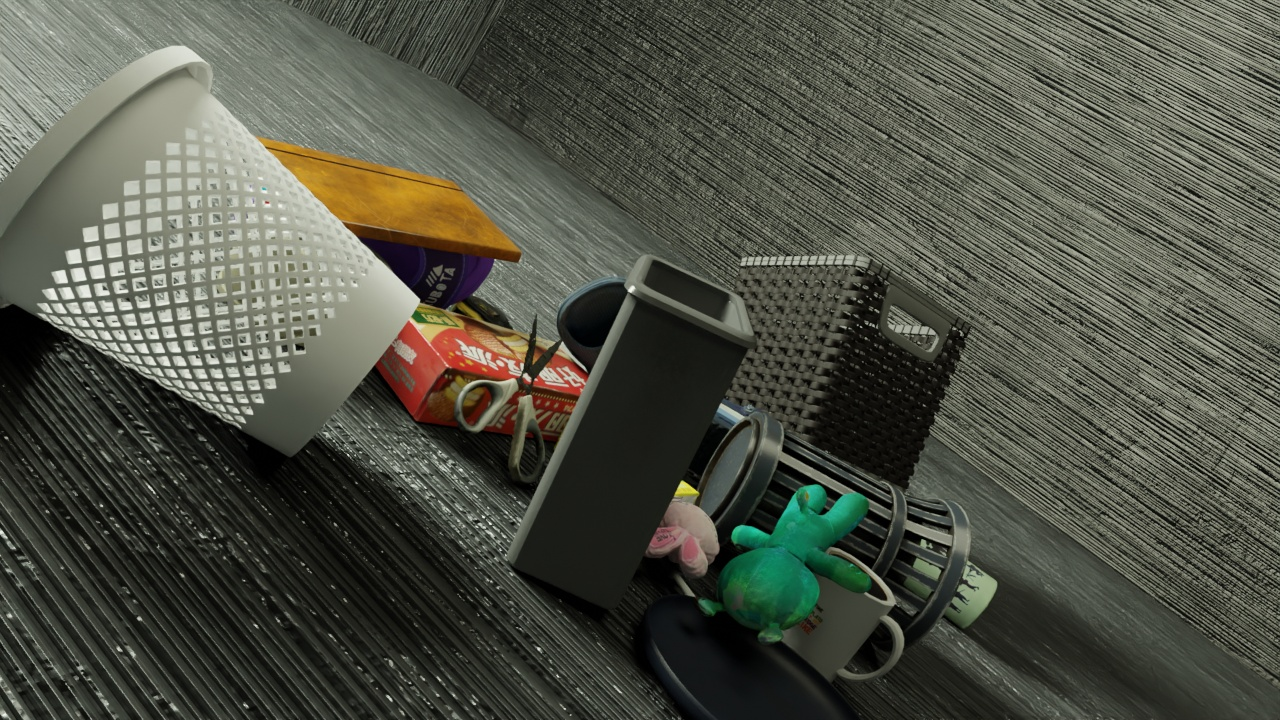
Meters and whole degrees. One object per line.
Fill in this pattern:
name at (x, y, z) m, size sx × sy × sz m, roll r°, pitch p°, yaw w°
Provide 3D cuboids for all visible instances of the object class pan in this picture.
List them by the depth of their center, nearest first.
pan at (0.053, 0.208, 0.729) m, size 0.198 × 0.021 × 0.356 m, roll 25°, pitch 12°, yaw -34°

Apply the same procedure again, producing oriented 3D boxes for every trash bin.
trash bin at (-0.261, -0.051, 0.579) m, size 0.199 × 0.196 × 0.195 m, roll 40°, pitch 11°, yaw -16°
trash bin at (-0.005, 0.045, 0.707) m, size 0.097 × 0.220 × 0.191 m, roll 25°, pitch 13°, yaw -2°
trash bin at (0.178, 0.161, 0.910) m, size 0.227 × 0.164 × 0.164 m, roll 29°, pitch 13°, yaw -7°

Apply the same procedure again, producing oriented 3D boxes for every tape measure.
tape measure at (-0.181, -0.043, 1.029) m, size 0.072 × 0.042 × 0.071 m, roll 32°, pitch 16°, yaw 3°

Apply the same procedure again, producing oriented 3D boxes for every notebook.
notebook at (-0.258, -0.159, 0.883) m, size 0.248 × 0.014 × 0.178 m, roll 5°, pitch 31°, yaw -44°

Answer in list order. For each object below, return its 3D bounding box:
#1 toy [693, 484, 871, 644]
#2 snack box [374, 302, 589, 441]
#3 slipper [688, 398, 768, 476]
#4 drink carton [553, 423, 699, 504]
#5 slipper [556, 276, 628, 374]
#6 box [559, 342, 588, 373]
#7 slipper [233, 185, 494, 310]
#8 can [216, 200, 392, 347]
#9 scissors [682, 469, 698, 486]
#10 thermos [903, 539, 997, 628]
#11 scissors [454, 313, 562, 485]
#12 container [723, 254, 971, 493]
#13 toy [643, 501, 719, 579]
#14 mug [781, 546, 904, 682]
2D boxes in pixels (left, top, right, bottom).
toy at (0.120, 0.160, 0.752) m, size 0.131 × 0.072 × 0.192 m, roll 9°, pitch 35°, yaw 36°
snack box at (-0.138, 0.015, 0.873) m, size 0.113 × 0.060 × 0.236 m, roll 44°, pitch 16°, yaw 33°
slipper at (0.127, 0.102, 1.034) m, size 0.253 × 0.105 × 0.095 m, roll 34°, pitch 34°, yaw -9°
drink carton at (-0.015, 0.104, 0.871) m, size 0.134 × 0.043 × 0.058 m, roll 34°, pitch 11°, yaw 29°
slipper at (-0.006, 0.006, 1.010) m, size 0.082 × 0.101 × 0.264 m, roll 51°, pitch -6°, yaw 34°
box at (-0.012, -0.014, 1.171) m, size 0.137 × 0.128 × 0.108 m, roll 48°, pitch 12°, yaw -2°
slipper at (-0.253, -0.098, 0.904) m, size 0.266 × 0.107 × 0.084 m, roll 13°, pitch 22°, yaw -43°
can at (-0.289, -0.072, 0.792) m, size 0.128 × 0.073 × 0.127 m, roll 32°, pitch 13°, yaw -9°
scissors at (0.003, 0.103, 0.997) m, size 0.124 × 0.019 × 0.156 m, roll 40°, pitch 12°, yaw 17°
thermos at (0.339, 0.241, 1.186) m, size 0.231 × 0.082 × 0.082 m, roll 36°, pitch 13°, yaw 11°
scissors at (-0.104, 0.034, 0.797) m, size 0.157 × 0.013 × 0.162 m, roll -11°, pitch 83°, yaw -57°
container at (0.253, 0.020, 1.249) m, size 0.247 × 0.243 × 0.246 m, roll 25°, pitch -10°, yaw -34°
toy at (0.037, 0.150, 0.776) m, size 0.063 × 0.047 × 0.109 m, roll 31°, pitch 14°, yaw 8°
mug at (0.175, 0.229, 0.793) m, size 0.105 × 0.090 × 0.073 m, roll 42°, pitch 15°, yaw 31°
